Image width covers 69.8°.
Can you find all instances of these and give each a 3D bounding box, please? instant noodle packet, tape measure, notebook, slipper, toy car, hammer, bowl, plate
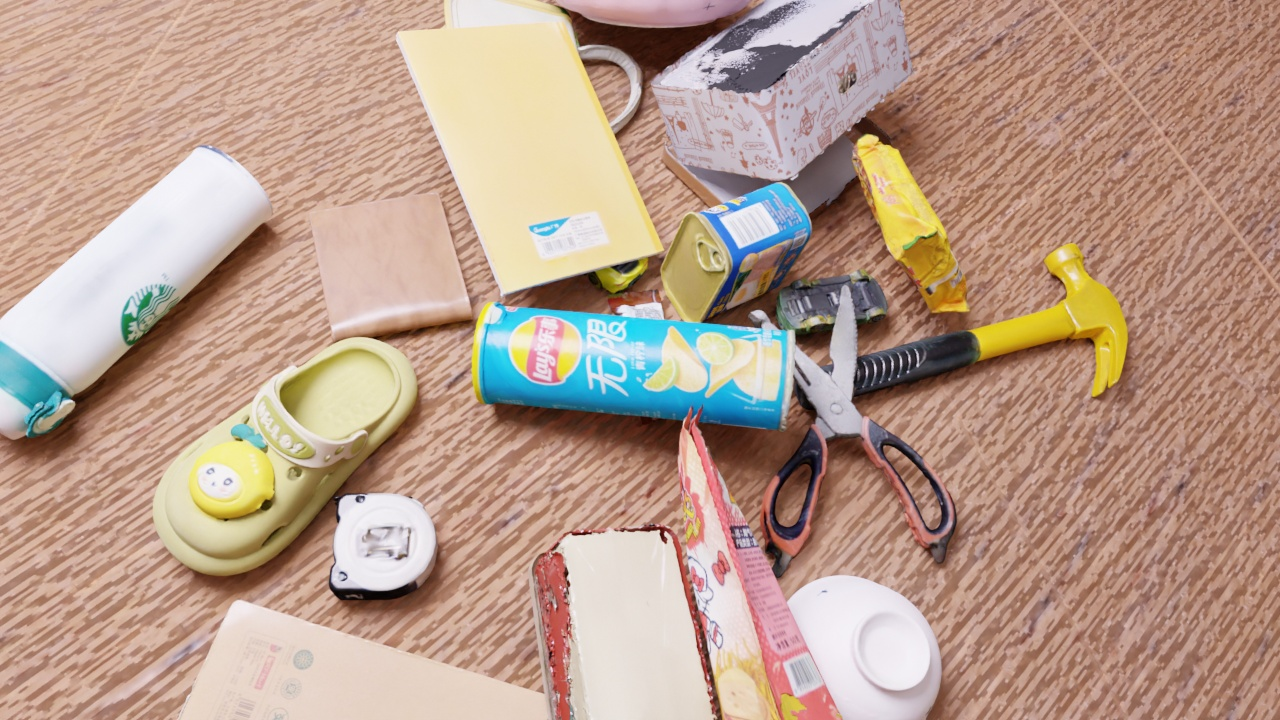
[{"bbox_3d":[0.212,-0.103,0.721,0.044,0.110,0.128,-30,48,19],"label":"instant noodle packet"},{"bbox_3d":[-0.163,0.118,0.585,0.066,0.034,0.065,0,66,-11],"label":"tape measure"},{"bbox_3d":[-0.078,-0.158,0.681,0.145,0.010,0.206,-19,82,-34],"label":"notebook"},{"bbox_3d":[-0.224,0.045,0.583,0.091,0.082,0.190,38,61,11],"label":"slipper"},{"bbox_3d":[-0.040,-0.098,0.715,0.105,0.032,0.048,41,64,12],"label":"toy car"},{"bbox_3d":[0.150,-0.043,0.723,0.091,0.036,0.043,-10,66,-15],"label":"toy car"},{"bbox_3d":[0.261,-0.010,0.732,0.300,0.033,0.128,-13,67,-17],"label":"hammer"},{"bbox_3d":[-0.171,0.241,0.538,0.207,0.008,0.147,18,63,-2],"label":"notebook"},{"bbox_3d":[0.149,0.191,0.594,0.118,0.065,0.118,4,63,-9],"label":"bowl"},{"bbox_3d":[0.009,-0.317,0.789,0.192,0.039,0.192,1,30,-1],"label":"plate"}]

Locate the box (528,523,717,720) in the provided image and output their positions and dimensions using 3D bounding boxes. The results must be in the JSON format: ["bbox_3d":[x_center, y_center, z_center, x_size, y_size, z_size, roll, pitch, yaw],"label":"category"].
[{"bbox_3d":[-0.009,0.185,0.548,0.091,0.078,0.168,0,63,-25],"label":"box"}]

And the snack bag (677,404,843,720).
[{"bbox_3d":[0.060,0.137,0.574,0.073,0.129,0.207,-17,71,2],"label":"snack bag"}]

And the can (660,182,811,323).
[{"bbox_3d":[0.071,-0.080,0.690,0.083,0.102,0.057,-24,71,-24],"label":"can"}]

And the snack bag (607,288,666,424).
[{"bbox_3d":[0.008,-0.005,0.682,0.048,0.026,0.104,-10,66,-22],"label":"snack bag"}]

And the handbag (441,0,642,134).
[{"bbox_3d":[-0.077,-0.221,0.761,0.178,0.063,0.163,1,64,-27],"label":"handbag"}]

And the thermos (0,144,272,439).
[{"bbox_3d":[-0.346,-0.046,0.610,0.073,0.073,0.223,32,63,5],"label":"thermos"}]

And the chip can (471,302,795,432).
[{"bbox_3d":[-0.004,0.004,0.625,0.210,0.071,0.071,5,63,6],"label":"chip can"}]

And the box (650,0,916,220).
[{"bbox_3d":[0.121,-0.196,0.766,0.181,0.166,0.150,-42,37,-22],"label":"box"}]

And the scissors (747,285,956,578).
[{"bbox_3d":[0.148,0.056,0.662,0.189,0.015,0.225,19,78,-6],"label":"scissors"}]

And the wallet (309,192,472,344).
[{"bbox_3d":[-0.186,-0.071,0.681,0.101,0.020,0.115,-11,64,-15],"label":"wallet"}]
